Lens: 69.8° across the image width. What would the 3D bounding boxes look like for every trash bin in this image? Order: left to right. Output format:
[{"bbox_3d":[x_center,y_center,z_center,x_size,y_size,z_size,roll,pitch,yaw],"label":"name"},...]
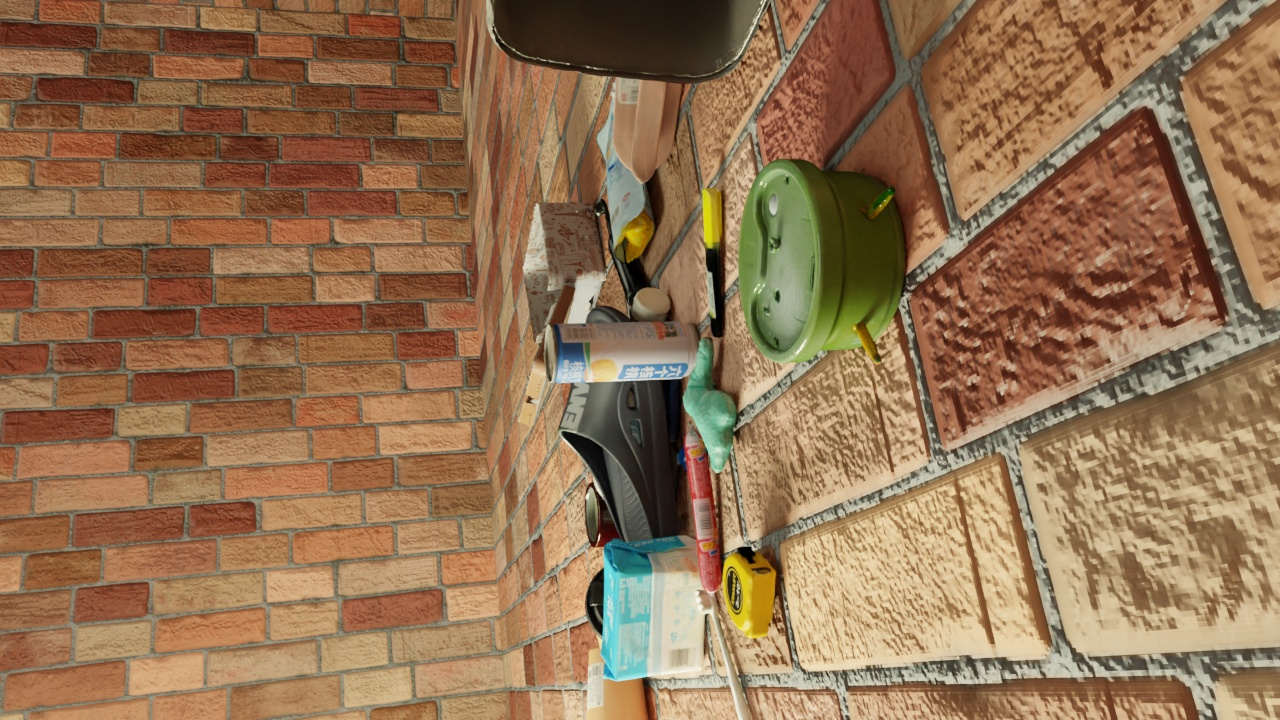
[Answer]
[{"bbox_3d":[-0.009,-0.354,0.662,0.199,0.198,0.219,114,155,-59],"label":"trash bin"}]

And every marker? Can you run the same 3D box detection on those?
[{"bbox_3d":[0.062,-0.080,0.761,0.018,0.015,0.124,-156,61,-74],"label":"marker"}]

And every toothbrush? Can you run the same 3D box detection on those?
[{"bbox_3d":[-0.026,-0.129,1.048,0.026,0.027,0.212,50,-168,-39],"label":"toothbrush"},{"bbox_3d":[0.075,0.268,0.761,0.016,0.016,0.180,100,161,-45],"label":"toothbrush"}]

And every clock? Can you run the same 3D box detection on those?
[{"bbox_3d":[-0.030,0.166,1.057,0.082,0.055,0.122,-120,33,-61],"label":"clock"},{"bbox_3d":[0.098,-0.061,0.547,0.161,0.056,0.116,-138,48,-69],"label":"clock"}]

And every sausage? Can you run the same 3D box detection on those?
[{"bbox_3d":[0.055,0.129,0.795,0.020,0.020,0.156,170,93,-75],"label":"sausage"}]

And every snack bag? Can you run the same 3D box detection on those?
[{"bbox_3d":[-0.019,-0.208,0.992,0.110,0.039,0.190,104,160,-61],"label":"snack bag"}]

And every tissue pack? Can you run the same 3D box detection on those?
[{"bbox_3d":[0.010,0.230,0.853,0.063,0.090,0.140,-138,48,-70],"label":"tissue pack"}]

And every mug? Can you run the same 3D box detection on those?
[{"bbox_3d":[-0.028,0.395,1.060,0.078,0.078,0.122,116,152,-61],"label":"mug"}]

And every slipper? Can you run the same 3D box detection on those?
[{"bbox_3d":[-0.027,0.079,0.898,0.111,0.083,0.268,-10,91,61],"label":"slipper"}]

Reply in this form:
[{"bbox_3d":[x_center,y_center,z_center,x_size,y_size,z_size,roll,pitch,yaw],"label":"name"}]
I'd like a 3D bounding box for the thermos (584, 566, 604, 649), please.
[{"bbox_3d":[-0.013,0.270,0.962,0.143,0.093,0.093,97,163,-57],"label":"thermos"}]

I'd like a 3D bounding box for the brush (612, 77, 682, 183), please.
[{"bbox_3d":[0.006,-0.239,0.844,0.073,0.063,0.146,-96,11,-56],"label":"brush"}]

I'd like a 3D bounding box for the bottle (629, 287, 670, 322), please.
[{"bbox_3d":[-0.006,0.006,0.966,0.195,0.044,0.079,105,150,-45],"label":"bottle"}]

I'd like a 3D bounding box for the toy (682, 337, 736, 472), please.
[{"bbox_3d":[0.056,0.033,0.768,0.092,0.030,0.097,-127,39,-61],"label":"toy"}]

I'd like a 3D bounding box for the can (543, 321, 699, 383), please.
[{"bbox_3d":[-0.017,-0.008,0.829,0.053,0.134,0.053,178,91,-75],"label":"can"}]

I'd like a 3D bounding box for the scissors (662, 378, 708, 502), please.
[{"bbox_3d":[0.036,0.084,0.887,0.176,0.012,0.162,145,120,-73],"label":"scissors"}]

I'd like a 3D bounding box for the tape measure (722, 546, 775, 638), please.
[{"bbox_3d":[0.084,0.171,0.688,0.057,0.029,0.060,-136,46,-67],"label":"tape measure"}]

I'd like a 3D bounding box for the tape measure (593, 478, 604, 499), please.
[{"bbox_3d":[-0.017,0.122,0.981,0.034,0.066,0.065,129,137,-74],"label":"tape measure"}]

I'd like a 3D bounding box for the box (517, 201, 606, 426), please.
[{"bbox_3d":[-0.112,-0.061,1.222,0.178,0.106,0.271,114,161,-59],"label":"box"}]
